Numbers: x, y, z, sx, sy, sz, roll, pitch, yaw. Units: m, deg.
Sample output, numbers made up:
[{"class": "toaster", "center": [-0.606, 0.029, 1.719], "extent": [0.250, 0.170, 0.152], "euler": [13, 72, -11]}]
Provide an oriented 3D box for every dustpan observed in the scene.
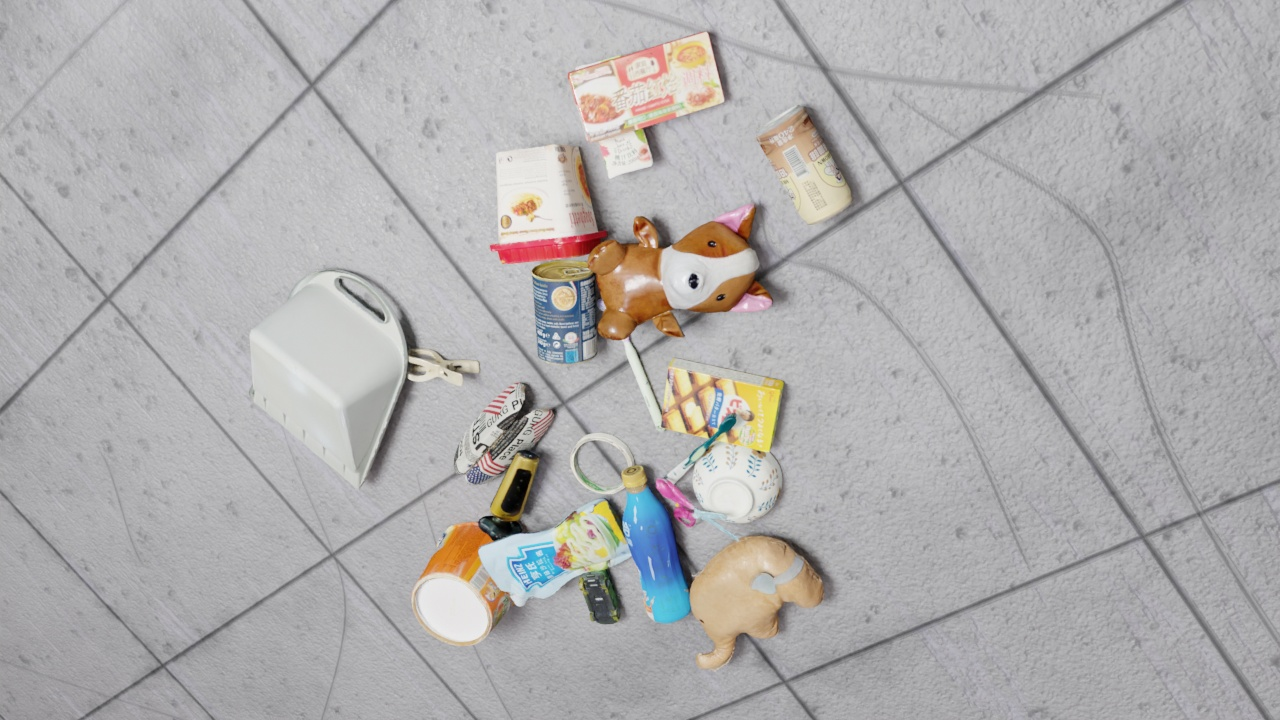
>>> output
[{"class": "dustpan", "center": [-0.414, 0.010, 1.247], "extent": [0.223, 0.142, 0.258], "euler": [37, 147, 11]}]

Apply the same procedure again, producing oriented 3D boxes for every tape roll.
[{"class": "tape roll", "center": [-0.050, 0.136, 1.209], "extent": [0.086, 0.013, 0.086], "euler": [6, 114, 14]}]

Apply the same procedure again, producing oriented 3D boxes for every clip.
[{"class": "clip", "center": [-0.265, 0.009, 1.205], "extent": [0.100, 0.071, 0.035], "euler": [8, 114, 20]}]

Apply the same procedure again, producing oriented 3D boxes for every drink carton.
[{"class": "drink carton", "center": [-0.028, -0.268, 1.006], "extent": [0.053, 0.045, 0.122], "euler": [-17, 108, 2]}]

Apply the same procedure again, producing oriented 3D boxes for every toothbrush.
[{"class": "toothbrush", "center": [-0.007, 0.007, 1.136], "extent": [0.029, 0.020, 0.189], "euler": [-15, 110, 21]}, {"class": "toothbrush", "center": [0.069, 0.115, 1.138], "extent": [0.016, 0.018, 0.192], "euler": [31, 137, -8]}]

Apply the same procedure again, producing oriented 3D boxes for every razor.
[{"class": "razor", "center": [-0.171, 0.182, 1.226], "extent": [0.062, 0.067, 0.168], "euler": [15, 128, -13]}]

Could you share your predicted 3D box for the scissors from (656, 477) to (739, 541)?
[{"class": "scissors", "center": [0.073, 0.197, 1.160], "extent": [0.134, 0.017, 0.113], "euler": [31, 150, 30]}]

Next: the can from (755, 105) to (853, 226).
[{"class": "can", "center": [0.173, -0.205, 0.967], "extent": [0.059, 0.058, 0.116], "euler": [-27, 103, 25]}]

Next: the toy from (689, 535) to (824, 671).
[{"class": "toy", "center": [0.128, 0.315, 1.196], "extent": [0.143, 0.082, 0.227], "euler": [41, 120, -1]}]

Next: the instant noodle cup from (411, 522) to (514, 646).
[{"class": "instant noodle cup", "center": [-0.244, 0.320, 1.293], "extent": [0.151, 0.111, 0.151], "euler": [6, 114, 14]}]

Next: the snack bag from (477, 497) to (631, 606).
[{"class": "snack bag", "center": [-0.112, 0.260, 1.234], "extent": [0.191, 0.038, 0.110], "euler": [-25, 120, 4]}]

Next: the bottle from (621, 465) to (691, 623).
[{"class": "bottle", "center": [0.016, 0.240, 1.205], "extent": [0.065, 0.065, 0.219], "euler": [-7, 111, 19]}]

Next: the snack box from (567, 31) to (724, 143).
[{"class": "snack box", "center": [0.006, -0.287, 0.966], "extent": [0.153, 0.025, 0.075], "euler": [-18, 109, -4]}]

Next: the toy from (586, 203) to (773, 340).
[{"class": "toy", "center": [0.042, -0.096, 1.026], "extent": [0.200, 0.130, 0.140], "euler": [-8, 105, 10]}]

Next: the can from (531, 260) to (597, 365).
[{"class": "can", "center": [-0.090, -0.057, 1.102], "extent": [0.075, 0.075, 0.111], "euler": [5, 114, 15]}]

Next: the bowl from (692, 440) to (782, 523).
[{"class": "bowl", "center": [0.117, 0.158, 1.142], "extent": [0.113, 0.062, 0.114], "euler": [6, 115, 13]}]

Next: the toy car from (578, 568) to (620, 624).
[{"class": "toy car", "center": [-0.055, 0.327, 1.281], "extent": [0.043, 0.036, 0.091], "euler": [-9, 108, 19]}]

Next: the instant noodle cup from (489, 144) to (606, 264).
[{"class": "instant noodle cup", "center": [-0.109, -0.178, 1.042], "extent": [0.117, 0.116, 0.124], "euler": [-4, 99, 18]}]

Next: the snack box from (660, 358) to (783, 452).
[{"class": "snack box", "center": [0.098, 0.054, 1.118], "extent": [0.140, 0.033, 0.087], "euler": [12, 116, 10]}]

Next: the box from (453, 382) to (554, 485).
[{"class": "box", "center": [-0.179, 0.108, 1.216], "extent": [0.088, 0.076, 0.163], "euler": [34, 117, -25]}]
